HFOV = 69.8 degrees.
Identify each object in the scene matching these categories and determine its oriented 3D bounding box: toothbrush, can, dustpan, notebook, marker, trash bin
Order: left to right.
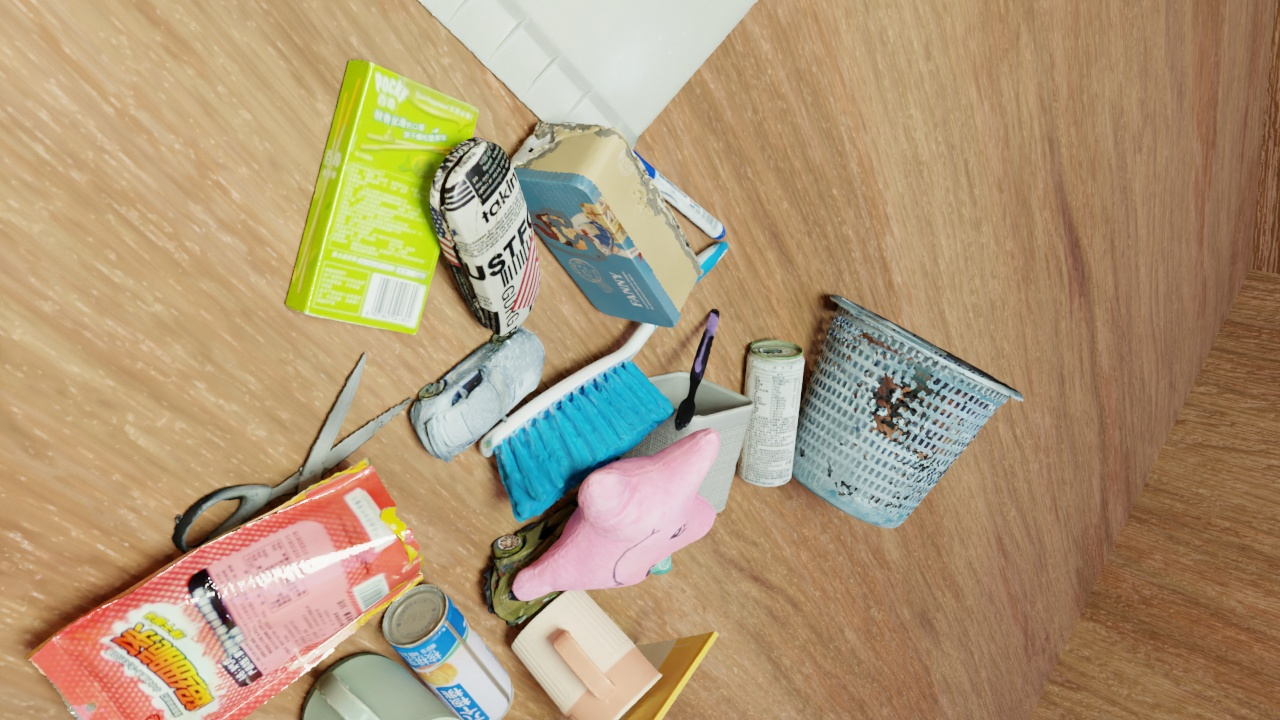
[{"bbox_3d":[-0.147,0.235,0.719,0.053,0.053,0.135,-46,135,-26],"label":"can"},{"bbox_3d":[-0.025,0.326,0.817,0.010,0.146,0.205,50,51,-6],"label":"notebook"},{"bbox_3d":[-0.017,-0.311,0.666,0.258,0.142,0.222,-40,140,11],"label":"dustpan"},{"bbox_3d":[0.032,-0.139,0.789,0.145,0.017,0.017,28,84,-50],"label":"marker"},{"bbox_3d":[0.052,0.004,0.807,0.188,0.014,0.017,-68,-177,-54],"label":"toothbrush"},{"bbox_3d":[0.135,0.055,0.953,0.058,0.058,0.147,-18,119,-43],"label":"can"},{"bbox_3d":[0.262,0.065,1.001,0.226,0.226,0.195,15,106,-50],"label":"trash bin"}]

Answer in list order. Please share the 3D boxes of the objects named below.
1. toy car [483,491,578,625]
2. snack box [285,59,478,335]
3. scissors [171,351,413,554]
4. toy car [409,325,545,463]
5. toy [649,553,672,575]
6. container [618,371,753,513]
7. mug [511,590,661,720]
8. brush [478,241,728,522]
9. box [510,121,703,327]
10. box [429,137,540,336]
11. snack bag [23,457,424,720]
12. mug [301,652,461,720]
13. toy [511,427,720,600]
[{"bbox_3d":[-0.070,0.164,0.787,0.157,0.042,0.070,-31,128,-40],"label":"toy car"},{"bbox_3d":[-0.162,-0.099,0.581,0.085,0.026,0.156,10,99,-50],"label":"snack box"},{"bbox_3d":[-0.223,0.080,0.603,0.159,0.014,0.178,-6,109,-49],"label":"scissors"},{"bbox_3d":[-0.116,0.023,0.678,0.120,0.037,0.054,-44,134,-29],"label":"toy car"},{"bbox_3d":[0.021,0.165,0.893,0.096,0.030,0.092,25,83,-63],"label":"toy"},{"bbox_3d":[0.035,0.081,0.832,0.090,0.090,0.114,-9,116,-45],"label":"container"},{"bbox_3d":[-0.047,0.252,0.766,0.081,0.106,0.115,-42,165,-11],"label":"mug"},{"bbox_3d":[-0.004,0.004,0.764,0.313,0.109,0.061,-33,166,-29],"label":"brush"},{"bbox_3d":[-0.022,-0.095,0.691,0.060,0.090,0.184,-59,138,-22],"label":"box"},{"bbox_3d":[-0.097,-0.077,0.620,0.164,0.055,0.070,76,24,-57],"label":"box"},{"bbox_3d":[-0.236,0.155,0.561,0.207,0.073,0.129,-33,125,-28],"label":"snack bag"},{"bbox_3d":[-0.187,0.254,0.641,0.082,0.106,0.112,-47,136,-23],"label":"mug"},{"bbox_3d":[0.003,0.123,0.729,0.178,0.074,0.195,0,135,-43],"label":"toy"}]
